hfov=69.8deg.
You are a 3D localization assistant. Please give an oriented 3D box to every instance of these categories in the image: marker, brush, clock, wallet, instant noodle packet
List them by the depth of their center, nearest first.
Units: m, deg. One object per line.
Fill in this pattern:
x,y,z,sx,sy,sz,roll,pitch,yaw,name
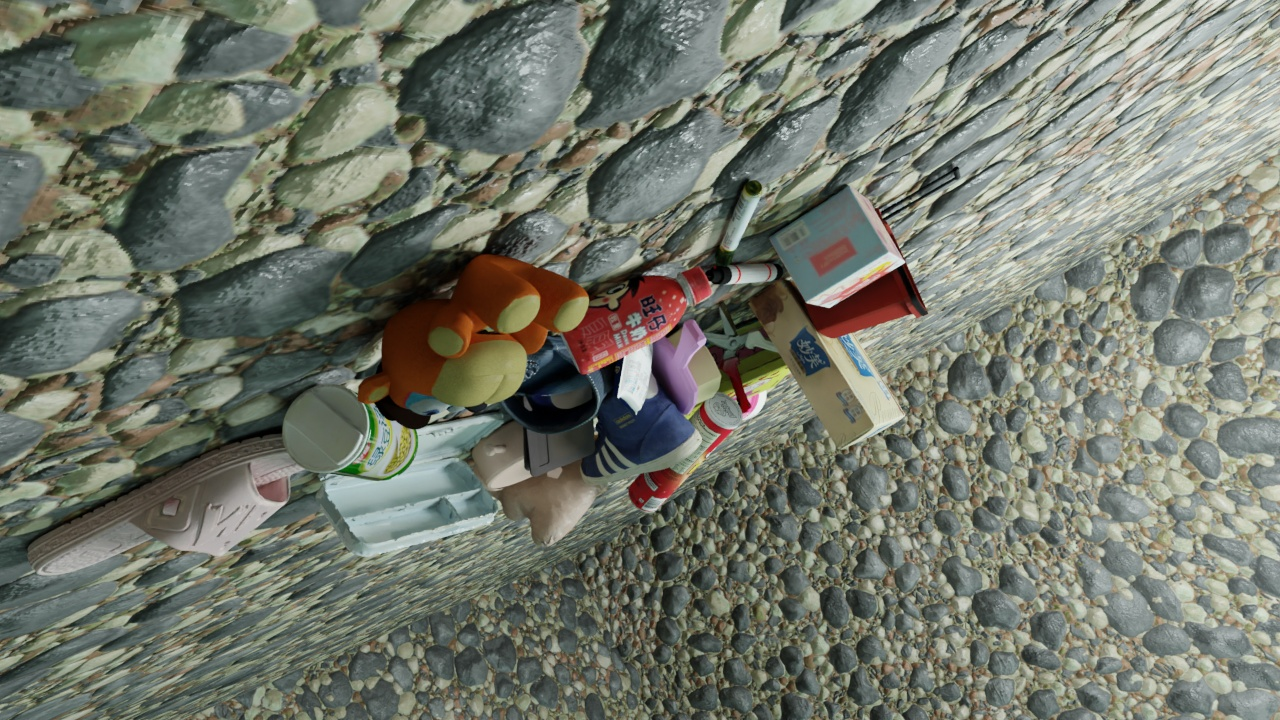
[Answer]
0.084,-0.116,0.796,0.017,0.017,0.147,-25,167,-11,marker
0.104,-0.089,0.940,0.019,0.019,0.145,-36,165,34,marker
-0.006,0.005,0.964,0.026,0.087,0.134,8,171,9,instant noodle packet
0.054,-0.002,1.024,0.043,0.089,0.229,-29,168,-14,brush
-0.090,0.068,1.032,0.091,0.018,0.116,-19,127,-30,wallet
-0.138,0.119,1.145,0.130,0.086,0.161,-22,173,-22,clock

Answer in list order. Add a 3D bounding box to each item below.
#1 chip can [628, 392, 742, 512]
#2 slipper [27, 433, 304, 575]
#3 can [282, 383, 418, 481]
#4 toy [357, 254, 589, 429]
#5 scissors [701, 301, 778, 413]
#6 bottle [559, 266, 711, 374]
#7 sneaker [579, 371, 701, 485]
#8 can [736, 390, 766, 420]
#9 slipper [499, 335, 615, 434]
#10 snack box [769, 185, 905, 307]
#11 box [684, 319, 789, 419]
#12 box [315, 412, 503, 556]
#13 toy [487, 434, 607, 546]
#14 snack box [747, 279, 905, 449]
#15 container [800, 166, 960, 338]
0.054,0.124,1.192,0.051,0.052,0.215,-16,153,-42,chip can
-0.365,0.129,0.744,0.239,0.064,0.094,-24,167,-9,slipper
-0.230,0.061,0.740,0.067,0.067,0.121,-27,168,0,can
-0.124,-0.012,0.641,0.176,0.096,0.112,-22,172,30,toy
0.132,-0.006,1.123,0.179,0.015,0.197,-18,133,-26,scissors
-0.004,-0.042,0.813,0.137,0.062,0.062,-27,167,-6,bottle
-0.037,0.076,1.121,0.091,0.118,0.234,-42,-166,-31,sneaker
0.131,0.049,1.382,0.088,0.088,0.165,-32,167,19,can
-0.089,0.030,0.878,0.101,0.082,0.263,-29,167,16,slipper
0.197,-0.109,0.912,0.093,0.079,0.094,-32,167,22,snack box
0.091,0.024,1.221,0.220,0.083,0.125,-23,167,-23,box
-0.226,0.135,0.960,0.130,0.105,0.210,-40,163,33,box
-0.086,0.128,1.270,0.263,0.196,0.065,-50,168,-17,toy
0.231,-0.001,1.126,0.055,0.207,0.153,-36,165,26,snack box
0.280,-0.108,1.014,0.201,0.127,0.148,-25,169,19,container
